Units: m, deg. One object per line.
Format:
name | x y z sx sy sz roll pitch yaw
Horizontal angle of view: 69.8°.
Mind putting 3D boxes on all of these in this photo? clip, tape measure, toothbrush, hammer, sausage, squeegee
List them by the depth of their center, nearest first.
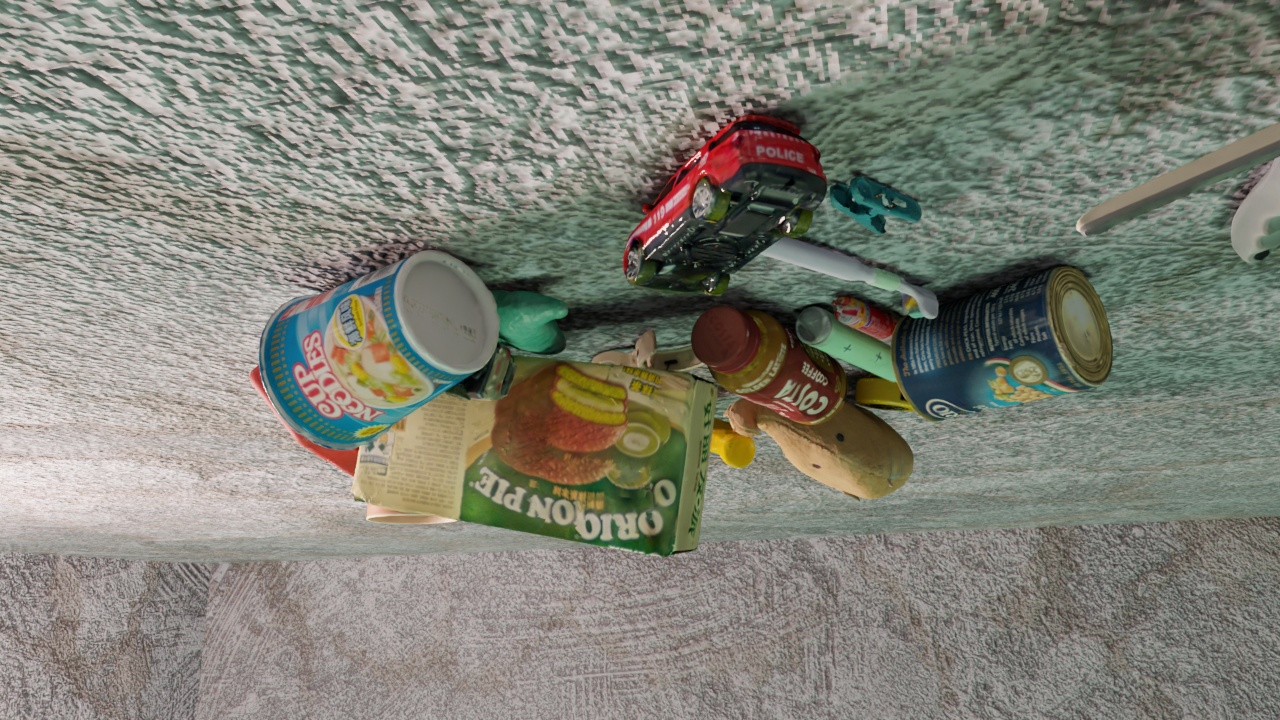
squeegee | 0.281 -0.086 0.373 0.247 0.039 0.246 -24 165 14
clip | 0.113 -0.075 0.441 0.041 0.014 0.056 -16 160 41
toothbrush | 0.104 -0.052 0.514 0.189 0.029 0.021 13 119 -37
sausage | 0.171 -0.021 0.631 0.020 0.020 0.155 -13 161 36
toothbrush | 0.180 -0.002 0.685 0.026 0.027 0.224 29 -173 40
clip | 0.000 0.005 0.691 0.064 0.034 0.098 14 150 -42
tape measure | 0.213 0.026 0.781 0.057 0.029 0.060 13 171 -41
hammer | -0.056 0.053 0.803 0.300 0.033 0.129 7 -176 -11

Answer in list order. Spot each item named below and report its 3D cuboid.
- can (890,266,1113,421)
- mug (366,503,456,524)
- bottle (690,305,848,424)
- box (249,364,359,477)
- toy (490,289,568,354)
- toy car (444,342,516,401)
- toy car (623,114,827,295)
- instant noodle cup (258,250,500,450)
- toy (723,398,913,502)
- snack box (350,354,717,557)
can | 0.226 -0.009 0.575 0.075 0.075 0.111 11 160 -37
mug | -0.193 0.094 0.846 0.115 0.105 0.081 -5 164 13
bottle | 0.091 0.004 0.638 0.058 0.057 0.174 -10 162 29
box | -0.231 0.036 0.718 0.068 0.090 0.201 -40 168 -11
toy | -0.081 -0.022 0.586 0.096 0.030 0.092 4 164 15
toy car | -0.117 0.004 0.583 0.091 0.042 0.035 8 165 43
toy car | 0.034 -0.065 0.410 0.053 0.045 0.121 8 157 -25
instant noodle cup | -0.142 -0.011 0.519 0.110 0.099 0.099 -23 155 35
toy | 0.160 0.069 0.796 0.143 0.082 0.225 23 180 33
snack box | -0.074 0.055 0.616 0.240 0.114 0.063 5 174 21
